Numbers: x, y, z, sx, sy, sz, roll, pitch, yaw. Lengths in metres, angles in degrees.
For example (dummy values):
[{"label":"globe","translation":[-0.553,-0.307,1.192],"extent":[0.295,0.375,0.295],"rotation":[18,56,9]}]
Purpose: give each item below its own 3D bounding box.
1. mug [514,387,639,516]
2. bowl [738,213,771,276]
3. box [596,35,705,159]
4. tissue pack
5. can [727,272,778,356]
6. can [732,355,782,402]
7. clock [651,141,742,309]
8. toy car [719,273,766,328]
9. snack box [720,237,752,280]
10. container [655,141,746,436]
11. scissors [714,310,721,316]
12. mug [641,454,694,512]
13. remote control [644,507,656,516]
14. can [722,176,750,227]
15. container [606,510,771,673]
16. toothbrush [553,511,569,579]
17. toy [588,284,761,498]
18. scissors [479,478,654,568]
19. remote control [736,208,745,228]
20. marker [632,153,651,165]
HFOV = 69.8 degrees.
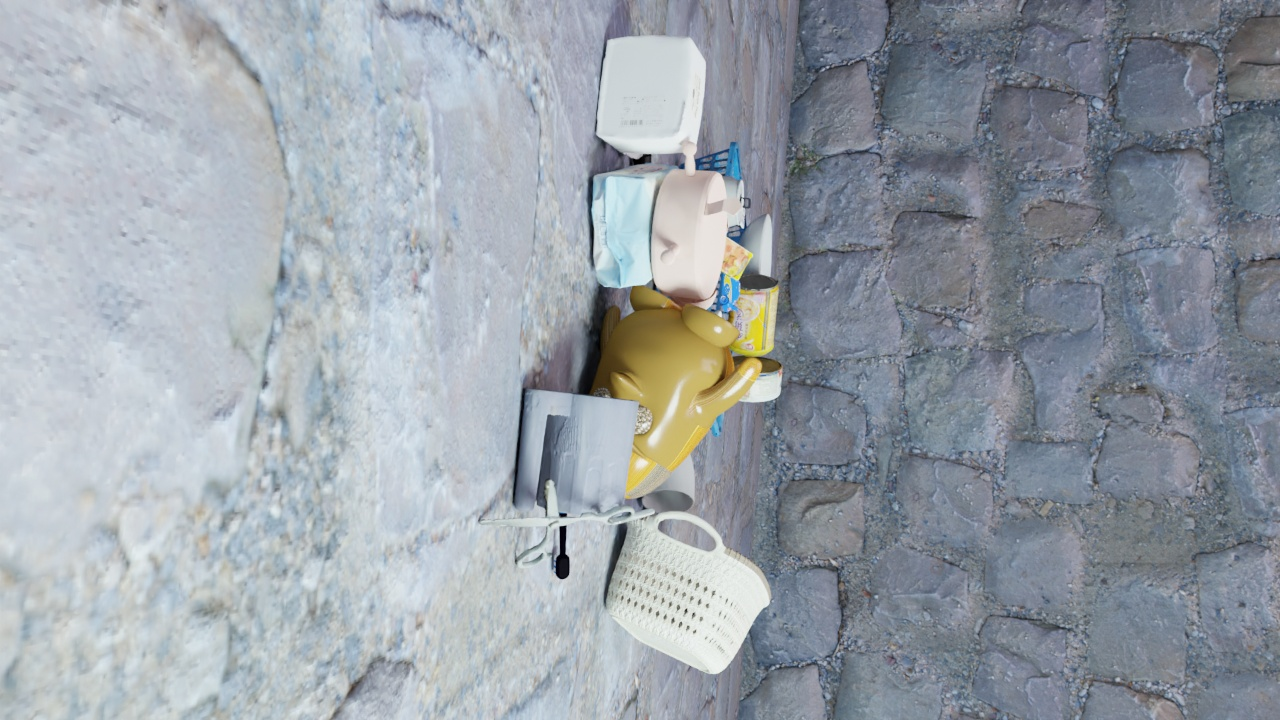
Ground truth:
[{"label":"mug","translation":[-0.061,0.080,0.809],"extent":[0.123,0.084,0.104],"rotation":[9,88,-53]},{"label":"bowl","translation":[0.165,-0.143,1.362],"extent":[0.149,0.043,0.149],"rotation":[5,89,-77]},{"label":"box","translation":[0.012,-0.261,0.965],"extent":[0.136,0.126,0.108],"rotation":[21,75,-67]},{"label":"tissue pack","translation":[-0.005,-0.146,0.968],"extent":[0.181,0.070,0.112],"rotation":[-45,137,-67]},{"label":"can","translation":[0.155,-0.064,1.279],"extent":[0.067,0.068,0.105],"rotation":[-63,157,-59]},{"label":"can","translation":[0.152,0.024,1.266],"extent":[0.086,0.086,0.043],"rotation":[-51,144,-68]},{"label":"clock","translation":[0.063,-0.128,0.947],"extent":[0.160,0.086,0.131],"rotation":[70,30,-72]},{"label":"toy car","translation":[0.138,-0.091,1.216],"extent":[0.033,0.062,0.092],"rotation":[-19,113,-76]},{"label":"snack box","translation":[0.072,-0.154,1.152],"extent":[0.040,0.148,0.029],"rotation":[-59,-155,4]},{"label":"container","translation":[0.086,-0.102,1.331],"extent":[0.257,0.089,0.361],"rotation":[70,27,-60]},{"label":"scissors","translation":[0.095,-0.007,1.174],"extent":[0.125,0.011,0.128],"rotation":[-52,144,-67]},{"label":"mug","translation":[0.039,0.165,1.277],"extent":[0.107,0.071,0.089],"rotation":[92,1,-54]},{"label":"remote control","translation":[0.013,0.215,1.293],"extent":[0.136,0.013,0.033],"rotation":[-63,154,-54]},{"label":"can","translation":[0.079,-0.205,1.178],"extent":[0.064,0.127,0.064],"rotation":[5,89,-77]},{"label":"container","translation":[0.057,0.294,1.157],"extent":[0.142,0.185,0.246],"rotation":[-63,156,-19]},{"label":"toothbrush","translation":[-0.074,0.127,0.876],"extent":[0.014,0.014,0.168],"rotation":[-164,-106,-69]},{"label":"toy","translation":[0.006,0.039,0.937],"extent":[0.162,0.199,0.203],"rotation":[32,83,-54]},{"label":"scissors","translation":[-0.058,0.131,0.757],"extent":[0.014,0.173,0.142],"rotation":[64,-37,31]},{"label":"remote control","translation":[0.132,-0.208,1.265],"extent":[0.124,0.012,0.028],"rotation":[13,81,-77]},{"label":"marker","translation":[0.003,-0.188,1.085],"extent":[0.025,0.025,0.126],"rotation":[-61,153,-61]}]
